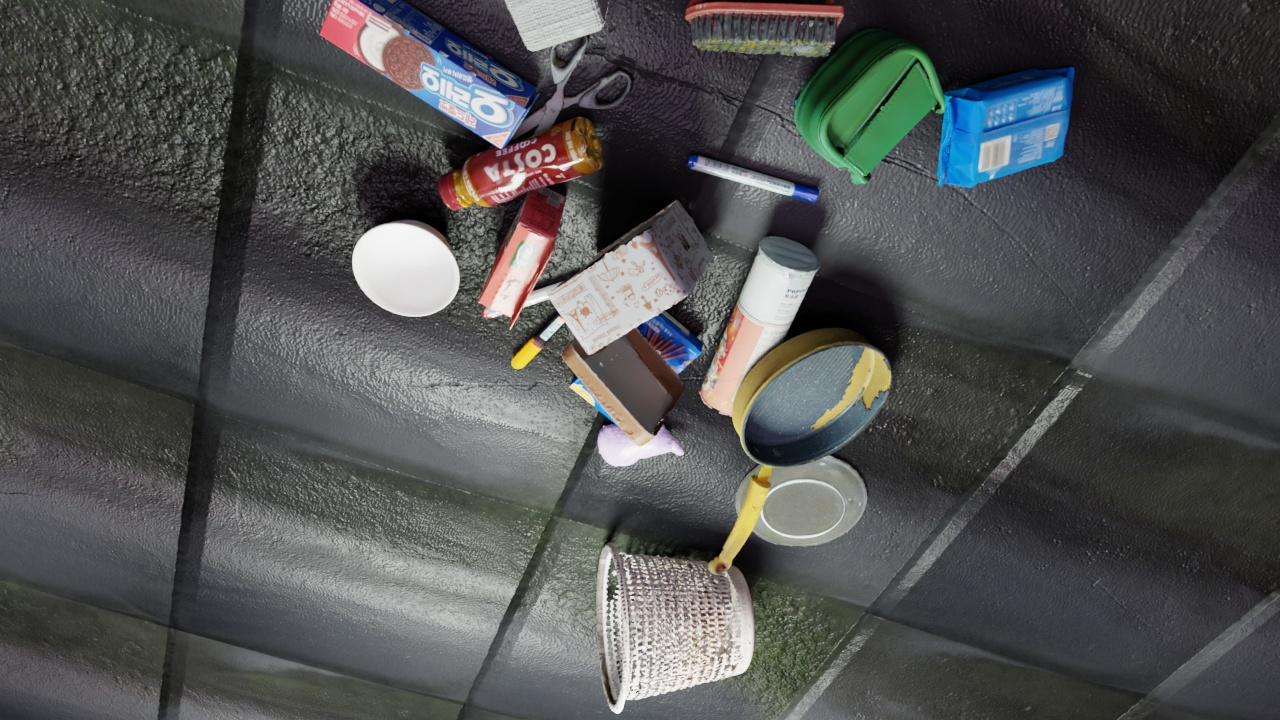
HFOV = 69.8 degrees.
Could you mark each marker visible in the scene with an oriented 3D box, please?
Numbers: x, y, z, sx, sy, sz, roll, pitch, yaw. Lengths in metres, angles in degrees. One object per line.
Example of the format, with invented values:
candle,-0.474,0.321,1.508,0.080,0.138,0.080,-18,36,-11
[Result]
marker,-0.116,-0.033,1.117,0.018,0.015,0.124,36,117,-22
marker,0.120,-0.195,0.983,0.145,0.016,0.017,14,125,-6
marker,-0.121,-0.076,1.084,0.145,0.017,0.017,-16,123,15

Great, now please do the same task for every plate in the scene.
plate,0.220,0.197,1.250,0.179,0.024,0.180,2,125,3

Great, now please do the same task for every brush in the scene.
brush,0.115,-0.328,0.867,0.146,0.063,0.069,3,95,3

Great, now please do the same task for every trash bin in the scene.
trash bin,0.048,0.366,1.283,0.192,0.227,0.228,0,126,-12

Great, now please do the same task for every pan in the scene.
pan,0.169,0.117,1.113,0.197,0.078,0.358,13,123,-34

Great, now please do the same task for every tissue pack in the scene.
tissue pack,0.357,-0.231,0.900,0.157,0.052,0.095,-18,125,-18

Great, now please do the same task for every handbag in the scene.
handbag,0.226,-0.247,0.902,0.131,0.068,0.120,-44,128,14

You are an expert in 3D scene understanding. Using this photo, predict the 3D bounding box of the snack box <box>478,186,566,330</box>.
snack box,-0.128,-0.115,0.990,0.044,0.126,0.113,25,122,-14

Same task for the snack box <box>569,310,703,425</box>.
snack box,-0.007,0.007,1.123,0.084,0.026,0.157,39,119,-13

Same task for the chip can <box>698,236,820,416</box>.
chip can,0.134,-0.034,1.063,0.071,0.071,0.215,15,125,-7

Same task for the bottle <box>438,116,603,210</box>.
bottle,-0.128,-0.201,0.963,0.175,0.057,0.057,-15,123,18

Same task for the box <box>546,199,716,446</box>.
box,0.016,-0.037,0.974,0.157,0.182,0.193,-32,99,24

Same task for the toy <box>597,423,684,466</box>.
toy,-0.008,0.101,1.189,0.108,0.038,0.084,-18,105,20

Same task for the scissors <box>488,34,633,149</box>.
scissors,-0.086,-0.267,0.951,0.159,0.014,0.171,2,127,6

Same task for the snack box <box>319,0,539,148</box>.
snack box,-0.204,-0.294,0.905,0.207,0.057,0.058,30,126,-14

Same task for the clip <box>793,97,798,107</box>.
clip,0.178,-0.272,0.924,0.015,0.049,0.057,40,113,-21

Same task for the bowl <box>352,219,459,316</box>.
bowl,-0.257,-0.116,1.035,0.118,0.064,0.118,2,126,2

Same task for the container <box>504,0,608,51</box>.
container,-0.084,-0.357,0.839,0.090,0.090,0.114,-13,126,13
